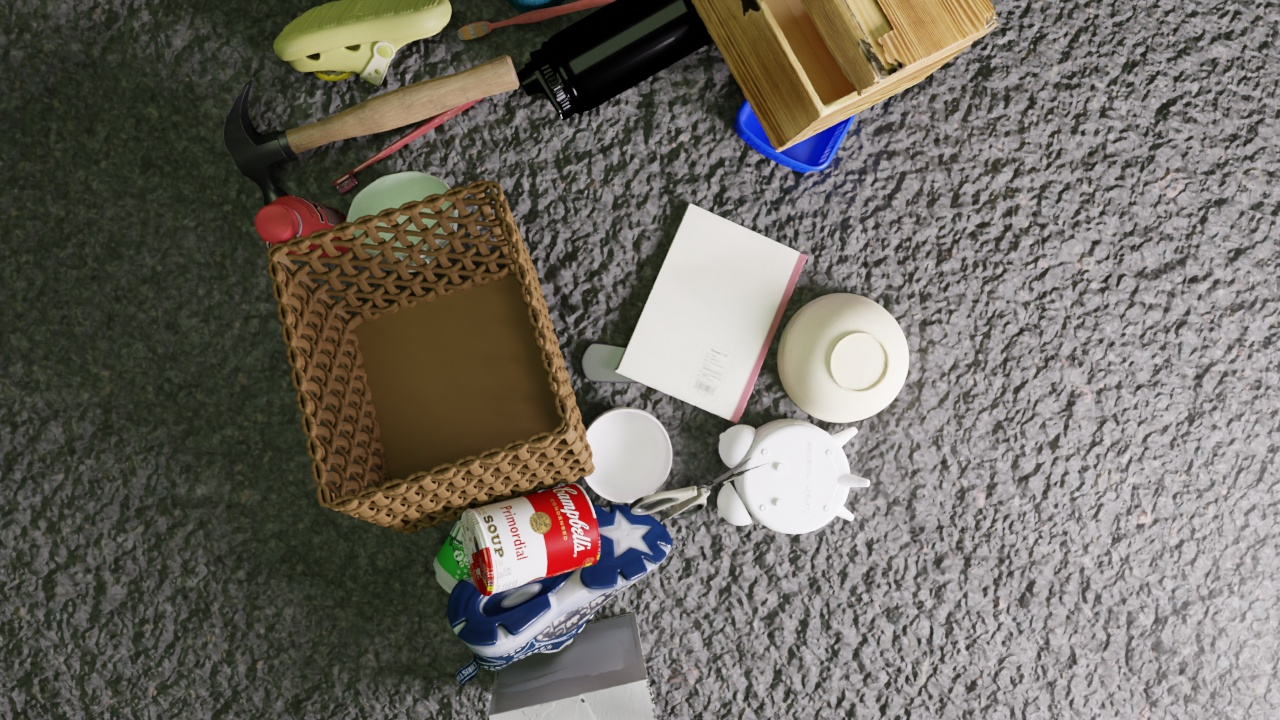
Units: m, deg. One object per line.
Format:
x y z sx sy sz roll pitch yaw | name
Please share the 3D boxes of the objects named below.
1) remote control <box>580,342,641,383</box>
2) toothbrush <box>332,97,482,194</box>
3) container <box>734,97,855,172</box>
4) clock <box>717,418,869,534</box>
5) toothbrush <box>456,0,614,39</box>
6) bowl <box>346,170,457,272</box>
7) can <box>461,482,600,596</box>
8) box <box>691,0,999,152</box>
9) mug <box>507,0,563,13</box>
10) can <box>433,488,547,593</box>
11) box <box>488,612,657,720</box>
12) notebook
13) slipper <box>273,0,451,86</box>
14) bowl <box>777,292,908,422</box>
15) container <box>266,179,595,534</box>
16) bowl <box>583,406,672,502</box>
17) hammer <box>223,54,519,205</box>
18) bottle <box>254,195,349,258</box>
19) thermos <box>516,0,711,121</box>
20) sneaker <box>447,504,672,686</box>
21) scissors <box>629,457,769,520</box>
-0.006 0.006 1.044 0.124 0.009 0.046 5 94 -4 | remote control
-0.254 -0.240 1.007 0.190 0.016 0.016 -33 112 -1 | toothbrush
0.165 -0.265 1.008 0.114 0.058 0.096 29 92 -5 | container
0.169 0.131 1.033 0.161 0.073 0.125 1 94 -4 | clock
-0.110 -0.365 0.972 0.185 0.015 0.015 -6 118 18 | toothbrush
-0.248 -0.139 0.983 0.117 0.061 0.117 -2 58 3 | bowl
-0.111 0.178 0.917 0.116 0.087 0.086 -11 95 -25 | can
0.191 -0.392 0.910 0.244 0.168 0.279 -30 90 -28 | box
-0.113 -0.429 0.955 0.083 0.107 0.113 -5 95 -1 | mug
-0.161 0.192 1.011 0.088 0.088 0.140 31 92 -5 | can
-0.049 0.426 0.863 0.166 0.477 0.119 -12 122 -2 | box
0.082 -0.053 1.038 0.153 0.012 0.208 24 89 -5 | notebook
-0.287 -0.338 0.973 0.190 0.091 0.082 -10 134 6 | slipper
0.234 0.000 1.026 0.150 0.075 0.151 0 94 -3 | bowl
-0.191 0.009 0.893 0.219 0.214 0.251 -18 74 -2 | container
-0.017 0.102 1.030 0.105 0.054 0.105 0 96 -2 | bowl
-0.278 -0.260 0.955 0.305 0.040 0.132 -17 125 3 | hammer
-0.343 -0.133 0.929 0.062 0.176 0.062 0 94 -4 | bottle
-0.032 -0.329 0.978 0.198 0.086 0.086 -30 96 -1 | thermos
-0.084 0.258 1.002 0.268 0.103 0.133 -22 140 -32 | sneaker
0.058 0.142 0.995 0.154 0.163 0.012 -5 63 -12 | scissors
